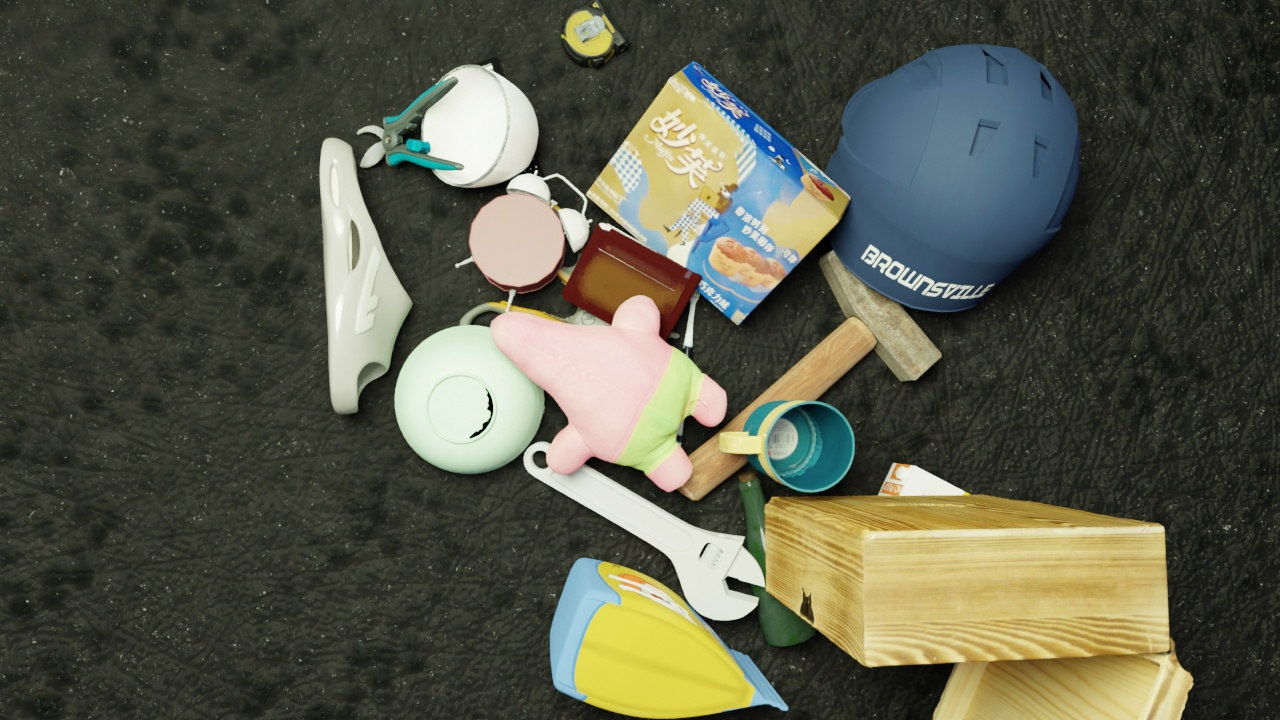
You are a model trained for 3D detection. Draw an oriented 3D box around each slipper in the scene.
[{"bbox_3d":[-0.263,-0.083,0.889,0.080,0.113,0.265,-3,82,-17],"label":"slipper"}]

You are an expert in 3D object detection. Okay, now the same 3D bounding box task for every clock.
[{"bbox_3d":[-0.112,-0.123,0.908,0.096,0.048,0.137,42,85,1],"label":"clock"}]

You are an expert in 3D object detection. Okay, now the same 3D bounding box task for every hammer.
[{"bbox_3d":[0.149,0.032,0.950,0.300,0.037,0.158,-41,91,-7],"label":"hammer"}]

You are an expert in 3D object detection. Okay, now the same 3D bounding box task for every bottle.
[{"bbox_3d":[0.129,0.196,0.923,0.055,0.055,0.174,-16,93,-7],"label":"bottle"}]

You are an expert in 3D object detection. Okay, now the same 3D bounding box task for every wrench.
[{"bbox_3d":[-0.002,0.167,0.916,0.273,0.018,0.087,28,102,8],"label":"wrench"}]

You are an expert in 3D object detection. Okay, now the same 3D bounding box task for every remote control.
[{"bbox_3d":[-0.137,-0.245,0.949,0.030,0.009,0.140,-22,89,-7],"label":"remote control"}]

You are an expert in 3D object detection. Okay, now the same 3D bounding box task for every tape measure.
[{"bbox_3d":[-0.052,-0.337,0.951,0.061,0.034,0.061,-37,90,-5],"label":"tape measure"}]

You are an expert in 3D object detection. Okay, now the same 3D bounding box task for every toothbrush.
[{"bbox_3d":[0.047,0.005,0.951,0.012,0.017,0.186,7,87,-2],"label":"toothbrush"}]

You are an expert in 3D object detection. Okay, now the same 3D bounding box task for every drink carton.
[{"bbox_3d":[0.311,0.150,0.949,0.122,0.058,0.040,27,84,-4],"label":"drink carton"}]

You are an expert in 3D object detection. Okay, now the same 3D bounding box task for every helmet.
[{"bbox_3d":[0.315,-0.208,0.911,0.232,0.224,0.271,16,48,-6],"label":"helmet"}]

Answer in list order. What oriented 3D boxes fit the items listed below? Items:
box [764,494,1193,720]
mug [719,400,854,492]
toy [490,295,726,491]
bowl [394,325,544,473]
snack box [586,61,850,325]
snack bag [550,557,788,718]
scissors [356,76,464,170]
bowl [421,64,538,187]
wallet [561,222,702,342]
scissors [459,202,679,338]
[{"bbox_3d":[0.280,0.279,0.771,0.284,0.279,0.323,-2,85,-6],"label":"box"},{"bbox_3d":[0.131,0.077,0.873,0.113,0.107,0.083,1,91,-7],"label":"mug"},{"bbox_3d":[-0.038,0.022,0.872,0.236,0.097,0.192,30,88,-12],"label":"toy"},{"bbox_3d":[-0.170,0.042,0.891,0.151,0.077,0.151,0,94,-3],"label":"bowl"},{"bbox_3d":[0.074,-0.160,0.896,0.202,0.069,0.155,41,125,-3],"label":"snack box"},{"bbox_3d":[0.024,0.271,0.864,0.205,0.159,0.102,20,87,-6],"label":"snack bag"},{"bbox_3d":[-0.220,-0.226,0.894,0.154,0.019,0.125,32,108,26],"label":"scissors"},{"bbox_3d":[-0.152,-0.225,0.901,0.116,0.065,0.116,1,93,33],"label":"bowl"},{"bbox_3d":[-0.010,-0.072,0.912,0.115,0.018,0.091,30,103,4],"label":"wallet"},{"bbox_3d":[-0.068,-0.064,0.944,0.225,0.016,0.216,6,87,-6],"label":"scissors"}]
